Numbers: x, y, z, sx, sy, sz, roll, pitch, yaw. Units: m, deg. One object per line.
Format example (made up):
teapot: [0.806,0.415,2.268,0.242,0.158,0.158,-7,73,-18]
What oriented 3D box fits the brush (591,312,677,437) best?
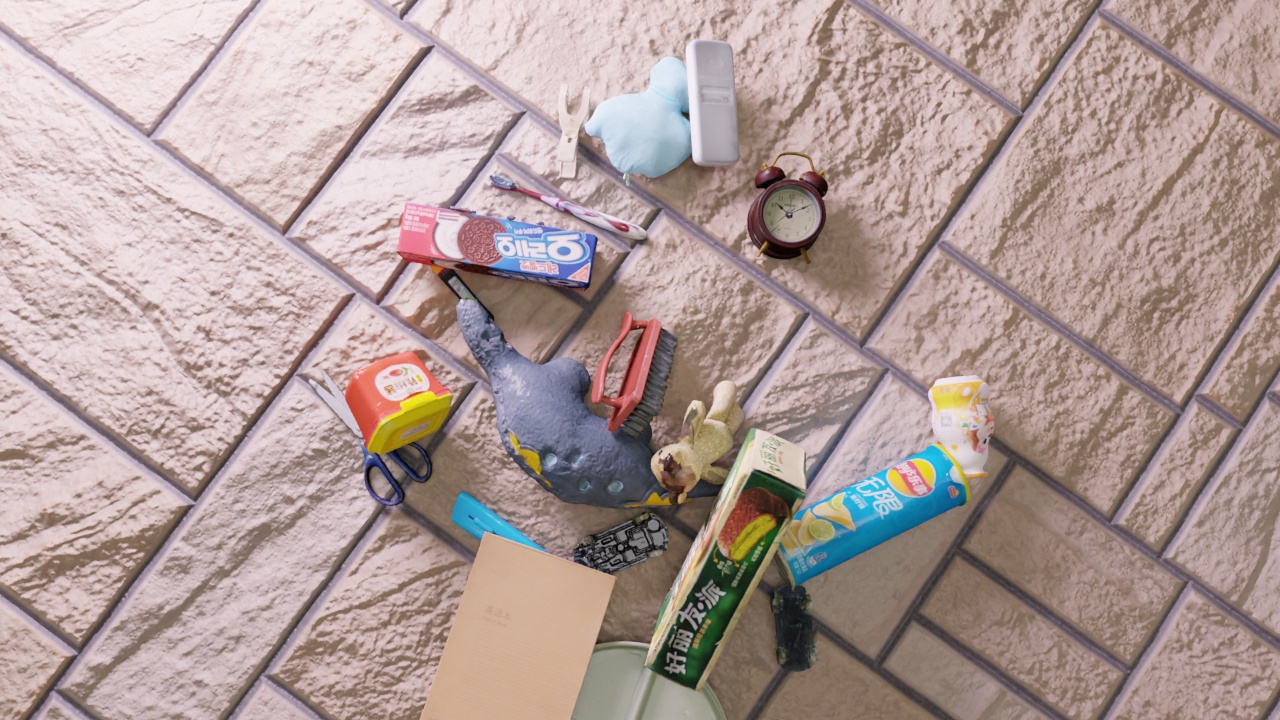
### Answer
brush: [-0.006,0.006,0.957,0.069,0.063,0.145,28,43,-10]

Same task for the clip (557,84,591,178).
clip: [-0.076,-0.256,1.018,0.034,0.070,0.099,5,77,-2]

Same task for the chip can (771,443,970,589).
chip can: [0.235,0.163,0.964,0.210,0.071,0.071,-25,85,-5]

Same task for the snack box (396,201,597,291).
snack box: [-0.151,-0.122,0.986,0.207,0.057,0.058,9,84,-7]

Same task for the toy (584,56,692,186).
toy: [0.022,-0.264,1.016,0.161,0.050,0.156,13,80,-12]

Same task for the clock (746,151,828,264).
clock: [0.162,-0.168,1.005,0.082,0.055,0.122,8,87,0]

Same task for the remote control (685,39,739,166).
remote control: [0.079,-0.281,1.004,0.055,0.020,0.136,-6,93,-26]

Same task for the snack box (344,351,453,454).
snack box: [-0.256,0.043,0.959,0.091,0.082,0.080,-25,71,-41]

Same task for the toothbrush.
toothbrush: [-0.081,-0.172,1.020,0.187,0.017,0.016,21,85,1]

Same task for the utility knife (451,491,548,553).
utility knife: [-0.134,0.198,0.983,0.161,0.018,0.034,34,84,1]

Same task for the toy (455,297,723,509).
toy: [-0.069,0.073,0.960,0.356,0.092,0.137,37,67,-2]

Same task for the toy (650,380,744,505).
toy: [0.064,0.079,0.947,0.066,0.156,0.105,7,126,31]

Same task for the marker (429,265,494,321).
marker: [-0.205,-0.086,1.011,0.018,0.015,0.124,-42,89,-7]

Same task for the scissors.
scissors: [-0.290,0.074,0.995,0.126,0.012,0.173,-14,84,-1]

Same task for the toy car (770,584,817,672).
toy car: [0.161,0.283,0.973,0.043,0.034,0.090,-6,84,-5]

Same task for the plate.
plate: [-0.020,0.410,0.960,0.230,0.027,0.230,0,85,-1]

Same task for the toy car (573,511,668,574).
toy car: [-0.020,0.197,0.978,0.105,0.031,0.049,-22,89,2]

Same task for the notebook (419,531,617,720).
notebook: [-0.128,0.303,0.952,0.149,0.012,0.211,18,84,5]

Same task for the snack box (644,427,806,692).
snack box: [0.085,0.194,0.899,0.063,0.114,0.240,25,108,3]

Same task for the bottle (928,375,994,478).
bottle: [0.346,0.072,0.983,0.063,0.063,0.108,-6,85,-2]
